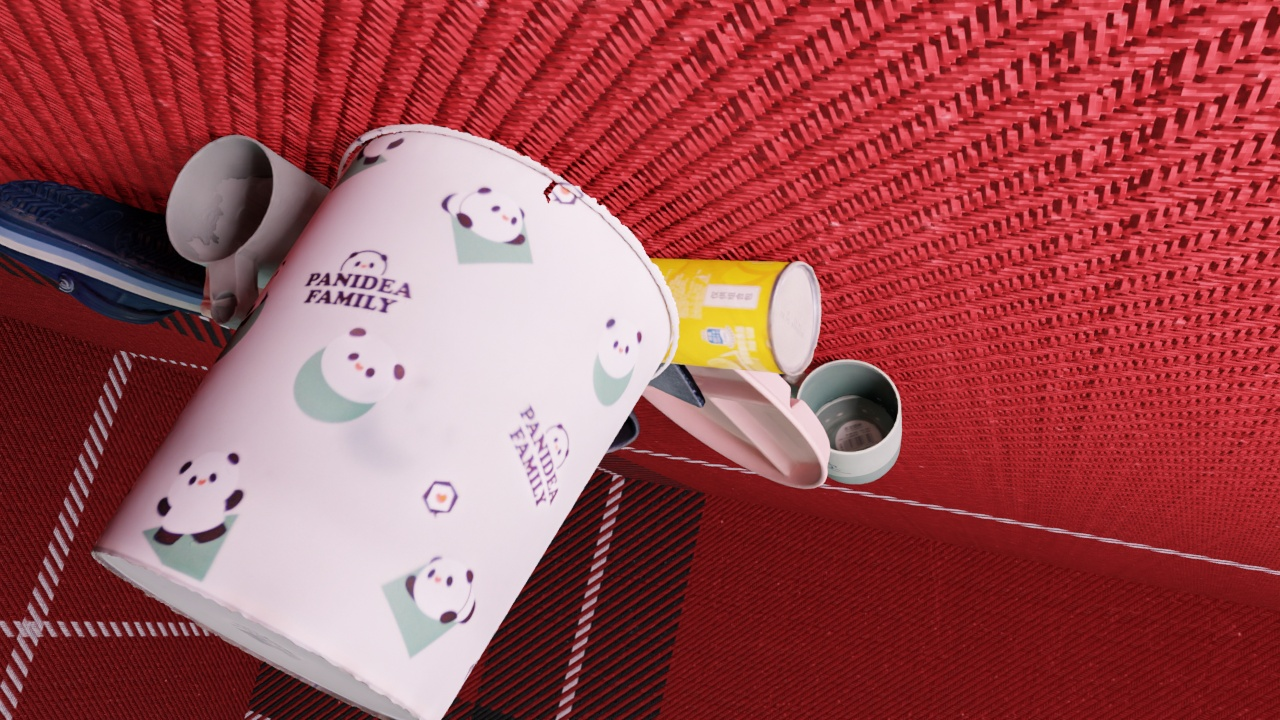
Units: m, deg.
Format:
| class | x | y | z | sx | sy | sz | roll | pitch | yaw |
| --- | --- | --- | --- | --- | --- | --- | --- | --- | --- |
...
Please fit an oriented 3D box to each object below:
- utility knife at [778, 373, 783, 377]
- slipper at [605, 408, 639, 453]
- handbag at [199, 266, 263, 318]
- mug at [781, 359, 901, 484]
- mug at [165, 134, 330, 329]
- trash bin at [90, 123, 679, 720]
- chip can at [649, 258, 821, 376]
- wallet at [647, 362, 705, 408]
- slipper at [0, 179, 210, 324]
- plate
| class | x | y | z | sx | sy | sz | roll | pitch | yaw |
| --- | --- | --- | --- | --- | --- | --- | --- | --- | --- |
| utility knife | 0.038 | 0.015 | 0.848 | 0.191 | 0.018 | 0.034 | 4 | 165 | 8 |
| slipper | -0.057 | 0.065 | 0.961 | 0.110 | 0.083 | 0.268 | -24 | 180 | 0 |
| handbag | -0.217 | -0.044 | 0.768 | 0.193 | 0.093 | 0.234 | 9 | 171 | 26 |
| mug | 0.170 | 0.049 | 0.791 | 0.112 | 0.082 | 0.106 | 36 | 172 | 26 |
| mug | -0.233 | -0.067 | 0.592 | 0.084 | 0.123 | 0.103 | -16 | 162 | 17 |
| trash bin | -0.131 | 0.042 | 0.501 | 0.230 | 0.251 | 0.230 | 20 | 150 | 12 |
| chip can | 0.006 | -0.034 | 0.602 | 0.214 | 0.072 | 0.072 | 5 | 167 | 34 |
| wallet | -0.010 | -0.010 | 0.710 | 0.121 | 0.019 | 0.097 | 25 | 161 | 37 |
| slipper | -0.432 | -0.074 | 0.787 | 0.252 | 0.095 | 0.105 | 19 | -149 | -12 |
| plate | 0.056 | 0.023 | 0.738 | 0.229 | 0.028 | 0.230 | 35 | 165 | 11 |
